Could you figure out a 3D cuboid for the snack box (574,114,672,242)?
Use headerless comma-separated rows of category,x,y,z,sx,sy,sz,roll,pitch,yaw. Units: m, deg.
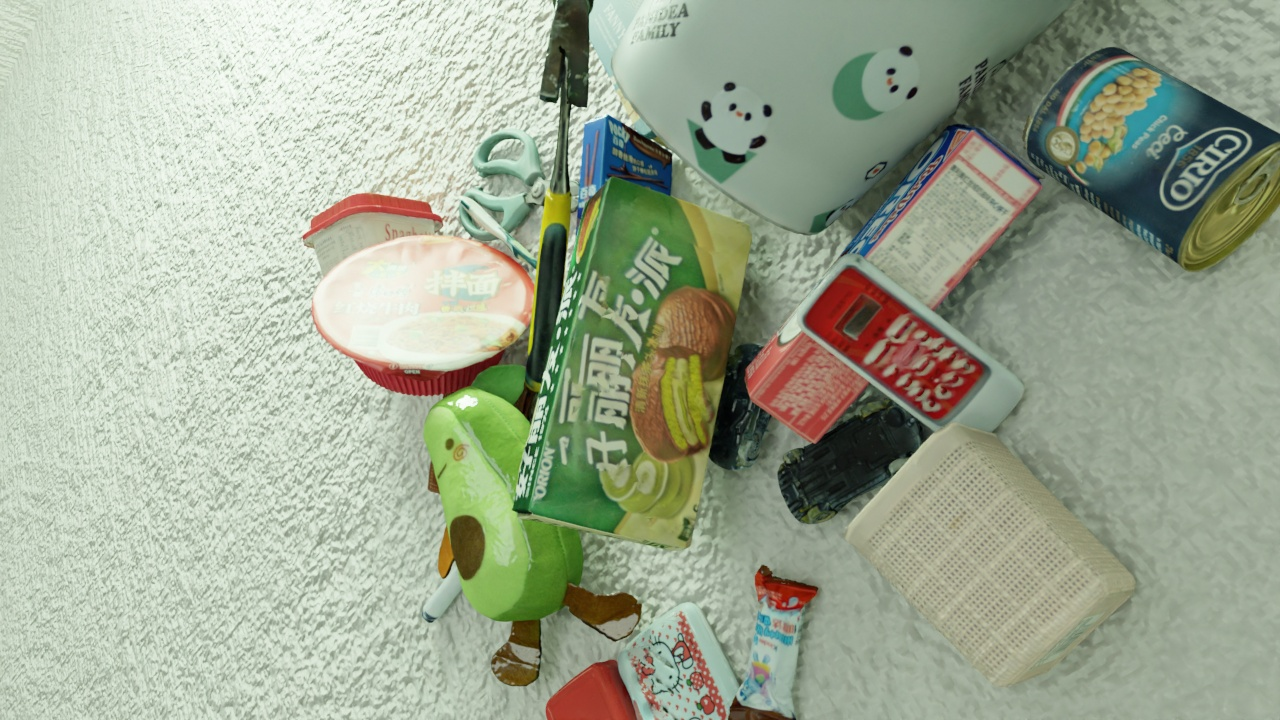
snack box,-0.013,-0.104,0.723,0.026,0.084,0.157,-7,74,40

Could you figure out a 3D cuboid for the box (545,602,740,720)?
box,0.021,0.288,0.625,0.158,0.037,0.201,-45,53,23

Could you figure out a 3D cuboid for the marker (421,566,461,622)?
marker,-0.155,0.187,0.816,0.022,0.018,0.131,47,110,28

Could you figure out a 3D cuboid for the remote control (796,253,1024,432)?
remote control,0.158,-0.004,0.538,0.136,0.020,0.056,37,105,-4

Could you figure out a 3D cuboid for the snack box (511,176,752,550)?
snack box,-0.004,0.004,0.640,0.063,0.114,0.239,159,126,-69

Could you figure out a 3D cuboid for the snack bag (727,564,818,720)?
snack bag,0.087,0.189,0.600,0.045,0.026,0.105,9,84,19

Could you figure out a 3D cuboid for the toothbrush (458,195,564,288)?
toothbrush,-0.116,-0.100,0.843,0.191,0.016,0.018,43,119,30

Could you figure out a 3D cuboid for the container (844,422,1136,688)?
container,0.190,0.106,0.494,0.090,0.089,0.111,-53,54,18

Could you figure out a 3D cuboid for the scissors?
scissors,-0.116,-0.150,0.870,0.180,0.019,0.139,31,99,40

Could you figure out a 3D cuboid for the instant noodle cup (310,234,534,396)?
instant noodle cup,-0.190,-0.033,0.819,0.194,0.193,0.066,48,145,38

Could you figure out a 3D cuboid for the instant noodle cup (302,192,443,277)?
instant noodle cup,-0.263,-0.091,0.925,0.117,0.116,0.124,-17,80,37

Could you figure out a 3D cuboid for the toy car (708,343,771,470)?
toy car,0.074,0.033,0.647,0.043,0.034,0.090,14,87,39

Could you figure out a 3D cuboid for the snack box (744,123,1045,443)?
snack box,0.151,-0.046,0.569,0.208,0.058,0.057,-52,7,16

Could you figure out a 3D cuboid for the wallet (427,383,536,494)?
wallet,-0.142,0.069,0.828,0.101,0.032,0.124,6,83,38

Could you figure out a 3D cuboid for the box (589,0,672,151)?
box,0.016,-0.258,0.756,0.090,0.059,0.184,-42,57,24

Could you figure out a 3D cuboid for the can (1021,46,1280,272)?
can,0.271,-0.109,0.487,0.075,0.075,0.111,-52,51,18

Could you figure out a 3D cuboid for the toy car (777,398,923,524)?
toy car,0.136,0.065,0.587,0.106,0.031,0.049,-37,60,30

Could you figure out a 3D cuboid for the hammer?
hammer,-0.066,-0.110,0.697,0.126,0.032,0.324,-92,9,-54

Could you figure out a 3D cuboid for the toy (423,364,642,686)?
toy,-0.106,0.126,0.725,0.228,0.089,0.246,-41,67,35

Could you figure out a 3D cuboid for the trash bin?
trash bin,0.126,-0.229,0.554,0.253,0.229,0.229,-48,53,28
